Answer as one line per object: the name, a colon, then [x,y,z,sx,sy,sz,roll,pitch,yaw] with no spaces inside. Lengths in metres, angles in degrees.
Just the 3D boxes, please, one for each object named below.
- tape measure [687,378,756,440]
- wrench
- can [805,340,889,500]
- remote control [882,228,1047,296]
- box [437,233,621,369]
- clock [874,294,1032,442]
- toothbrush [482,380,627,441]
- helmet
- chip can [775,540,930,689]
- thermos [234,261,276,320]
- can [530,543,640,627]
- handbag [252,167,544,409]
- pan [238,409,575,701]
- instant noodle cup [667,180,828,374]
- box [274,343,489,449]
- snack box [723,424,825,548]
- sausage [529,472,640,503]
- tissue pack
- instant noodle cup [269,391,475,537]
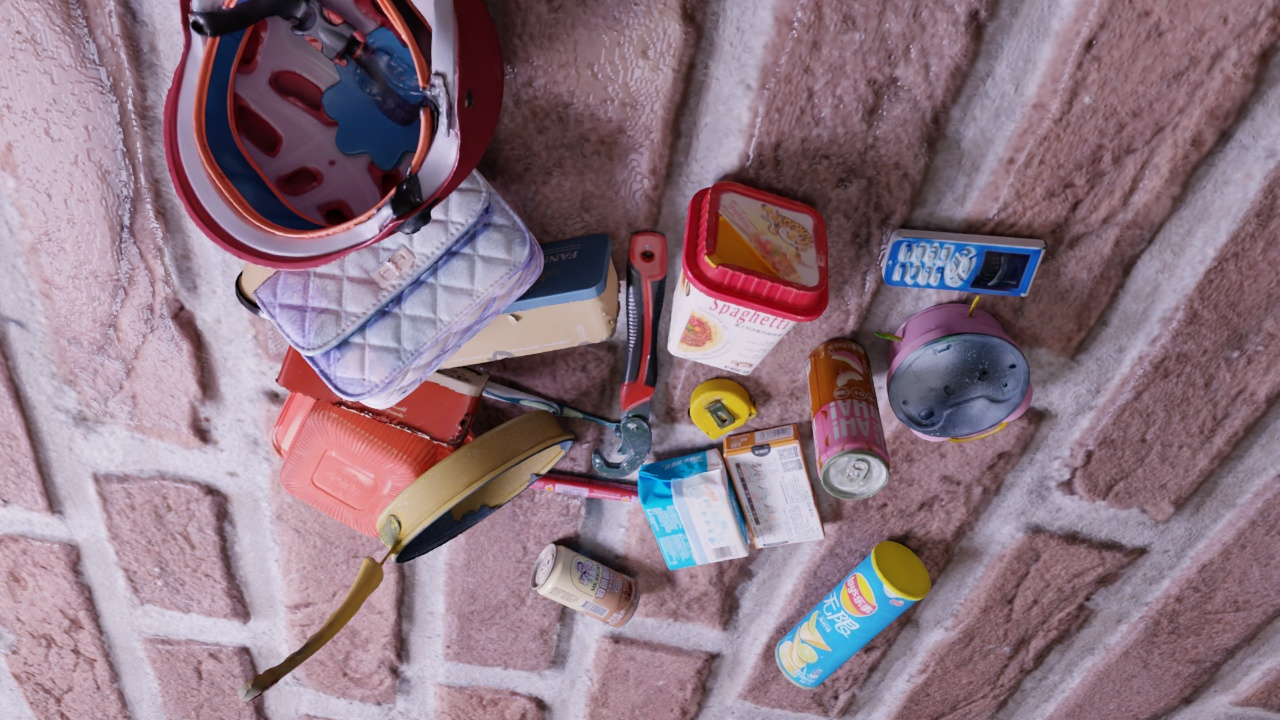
tape measure: [0.075,0.046,0.872,0.060,0.028,0.057,-32,120,27]
wrench: [-0.005,0.005,0.842,0.056,0.016,0.274,7,125,-3]
can: [0.176,0.047,0.787,0.058,0.147,0.058,2,130,3]
remote control: [0.264,-0.081,0.753,0.125,0.024,0.049,6,130,1]
box: [-0.096,-0.050,0.768,0.184,0.089,0.060,-12,127,11]
clock: [0.282,0.020,0.814,0.117,0.059,0.158,-22,123,20]
toothbrush: [-0.087,0.048,0.893,0.191,0.018,0.016,17,128,-11]
helmet: [-0.191,-0.178,0.616,0.207,0.143,0.240,45,112,4]
chip can: [0.235,0.292,1.036,0.071,0.071,0.211,21,128,-13]
thermos: [-0.277,-0.098,0.748,0.093,0.092,0.143,15,121,-8]
can: [-0.061,0.255,1.038,0.116,0.058,0.059,29,126,-18]
handbag: [-0.178,-0.067,0.694,0.194,0.075,0.134,-43,78,-5]
pan: [-0.195,0.160,0.800,0.078,0.356,0.198,54,140,10]
instant noodle cup: [0.079,-0.059,0.737,0.116,0.116,0.124,15,141,-8]
box: [-0.227,0.024,0.812,0.168,0.091,0.076,21,96,-6]
snack box: [0.139,0.133,0.941,0.075,0.026,0.154,-11,128,13]
sausage: [-0.064,0.132,0.961,0.156,0.020,0.020,9,130,-3]
tissue pack: [0.055,0.154,0.941,0.090,0.063,0.140,-13,129,11]
instant noodle cup: [-0.274,0.093,0.899,0.189,0.078,0.165,31,123,-7]
